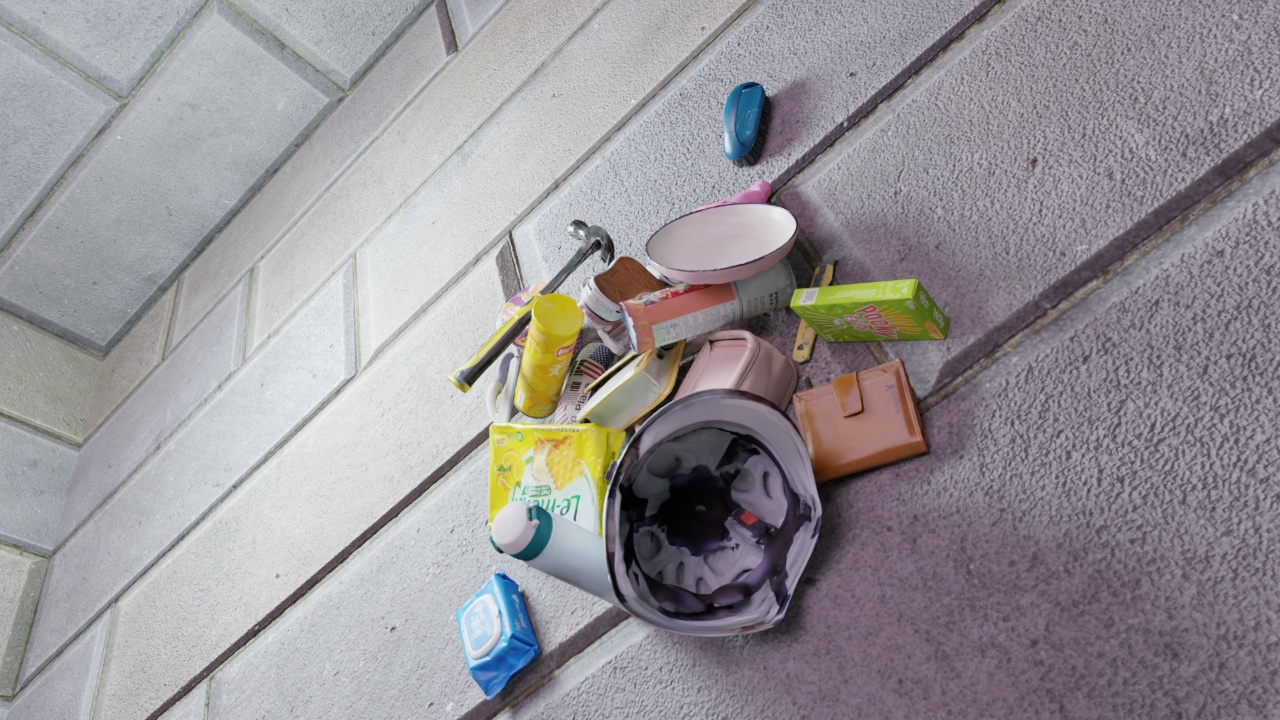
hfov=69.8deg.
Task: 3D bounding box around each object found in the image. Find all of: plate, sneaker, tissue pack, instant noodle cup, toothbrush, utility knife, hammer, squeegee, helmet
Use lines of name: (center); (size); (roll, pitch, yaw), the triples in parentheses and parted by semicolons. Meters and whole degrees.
plate: (0.103, -0.142, 1.149); (0.192, 0.039, 0.192); (-10, 31, 6)
sneaker: (-0.035, -0.081, 1.273); (0.088, 0.118, 0.240); (-47, -4, 23)
tissue pack: (-0.192, 0.358, 1.211); (0.095, 0.052, 0.157); (-45, 39, 11)
instant noodle cup: (-0.150, -0.047, 1.419); (0.112, 0.099, 0.111); (-20, 43, 20)
toothbrush: (0.058, -0.111, 1.332); (0.016, 0.018, 0.192); (-34, 36, -15)
utility knife: (0.217, -0.064, 1.143); (0.031, 0.018, 0.151); (-8, 61, 49)
hammer: (-0.159, -0.079, 1.356); (0.323, 0.032, 0.126); (-48, 42, -12)
squeegee: (-0.220, 0.047, 1.431); (0.246, 0.039, 0.247); (-99, 20, -60)
helmet: (0.068, 0.156, 0.986); (0.146, 0.229, 0.258); (-177, 93, -83)

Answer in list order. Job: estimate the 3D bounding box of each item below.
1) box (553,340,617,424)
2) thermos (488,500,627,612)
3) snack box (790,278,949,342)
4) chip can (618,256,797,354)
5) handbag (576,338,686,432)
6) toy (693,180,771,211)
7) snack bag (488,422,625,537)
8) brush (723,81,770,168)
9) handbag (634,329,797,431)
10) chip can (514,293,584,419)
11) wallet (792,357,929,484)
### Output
box: (-0.074, 0.051, 1.334); (0.074, 0.064, 0.164); (11, 69, 24)
thermos: (-0.075, 0.226, 1.053); (0.073, 0.224, 0.073); (-26, 46, 31)
snack box: (0.257, -0.054, 1.036); (0.157, 0.085, 0.026); (-1, 60, 44)
chip can: (0.084, -0.071, 1.152); (0.214, 0.071, 0.071); (-18, 41, -7)
handbag: (-0.007, 0.007, 1.246); (0.164, 0.063, 0.178); (-38, 20, 41)
toy: (0.116, -0.161, 1.261); (0.179, 0.074, 0.194); (-23, 44, 14)
snack bag: (-0.113, 0.161, 1.231); (0.247, 0.068, 0.158); (-2, 87, 43)
brush: (0.154, -0.363, 1.377); (0.055, 0.073, 0.143); (-6, 58, 37)
handbag: (0.071, 0.048, 1.165); (0.193, 0.093, 0.234); (-59, 31, -6)
chip can: (-0.134, -0.001, 1.313); (0.214, 0.072, 0.072); (111, 162, -50)
wallet: (0.235, 0.061, 0.996); (0.131, 0.035, 0.119); (-22, 66, 27)
